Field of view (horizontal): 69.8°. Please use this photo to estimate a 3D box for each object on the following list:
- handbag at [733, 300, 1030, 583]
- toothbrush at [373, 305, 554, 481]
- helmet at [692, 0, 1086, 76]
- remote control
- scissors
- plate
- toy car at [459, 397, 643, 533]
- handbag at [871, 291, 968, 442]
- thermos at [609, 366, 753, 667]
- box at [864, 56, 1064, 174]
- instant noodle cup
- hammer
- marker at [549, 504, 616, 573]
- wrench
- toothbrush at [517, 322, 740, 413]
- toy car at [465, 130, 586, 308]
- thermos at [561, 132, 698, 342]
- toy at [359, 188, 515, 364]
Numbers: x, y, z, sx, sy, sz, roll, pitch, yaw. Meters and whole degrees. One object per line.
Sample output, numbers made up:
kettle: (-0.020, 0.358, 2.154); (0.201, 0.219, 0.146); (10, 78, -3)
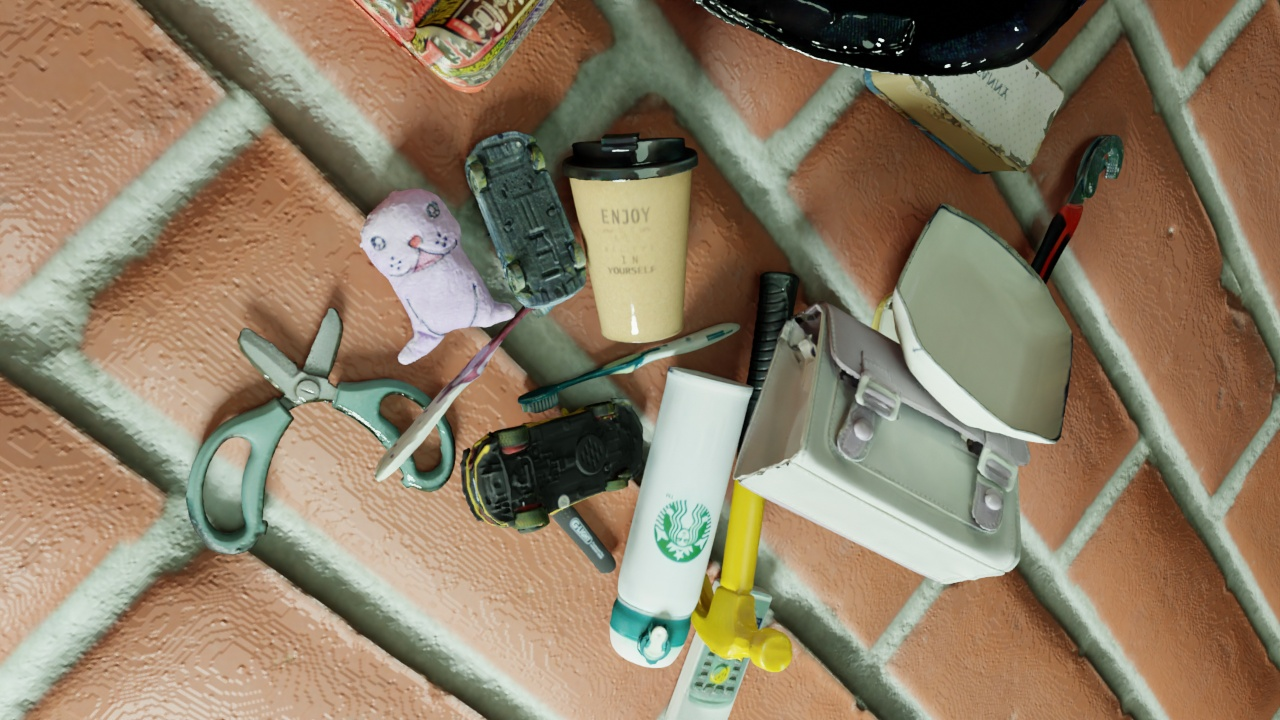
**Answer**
handbag: (0.184, 0.060, 0.671); (0.197, 0.099, 0.144); (28, 57, -19)
toothbrush: (-0.115, 0.011, 0.628); (0.187, 0.016, 0.017); (-51, 128, -19)
helmet: (0.167, -0.342, 0.592); (0.315, 0.248, 0.240); (16, 71, 1)
remote control: (0.066, 0.254, 0.781); (0.056, 0.019, 0.135); (20, 91, -29)
scissors: (-0.215, 0.062, 0.597); (0.178, 0.019, 0.170); (-50, 119, -9)
plate: (0.262, -0.029, 0.712); (0.162, 0.034, 0.264); (43, 39, -1)
toy car: (-0.056, 0.072, 0.654); (0.155, 0.041, 0.071); (-16, 95, -45)
handbag: (0.271, 0.017, 0.824); (0.178, 0.063, 0.163); (-7, 104, -41)
thermos: (0.028, 0.120, 0.702); (0.073, 0.073, 0.224); (12, 94, -29)
box: (0.277, -0.227, 0.770); (0.184, 0.061, 0.089); (29, 87, -31)
instant noodle cup: (-0.129, -0.273, 0.537); (0.189, 0.079, 0.164); (41, 80, -29)
hammer: (0.088, 0.079, 0.716); (0.032, 0.129, 0.300); (12, 83, -28)
marker: (-0.055, 0.119, 0.692); (0.018, 0.015, 0.124); (-43, 116, -15)
wrench: (0.387, -0.108, 0.855); (0.056, 0.016, 0.273); (46, 71, -37)
toothbrush: (-0.004, 0.004, 0.696); (0.191, 0.016, 0.018); (-19, 118, -22)
toy car: (-0.078, -0.094, 0.624); (0.054, 0.037, 0.120); (-23, 98, -19)
thermos: (-0.004, -0.089, 0.639); (0.093, 0.093, 0.143); (-14, 114, -24)
toy: (-0.141, -0.059, 0.598); (0.083, 0.039, 0.108); (-28, 113, -13)
